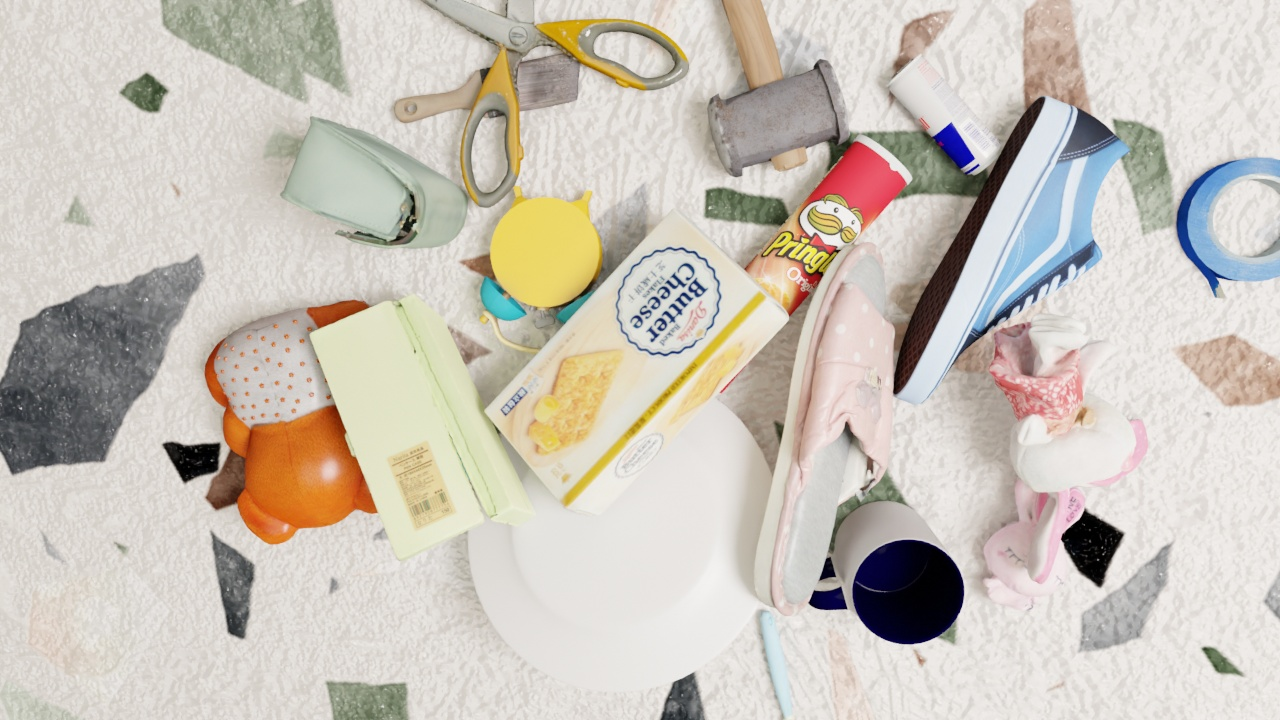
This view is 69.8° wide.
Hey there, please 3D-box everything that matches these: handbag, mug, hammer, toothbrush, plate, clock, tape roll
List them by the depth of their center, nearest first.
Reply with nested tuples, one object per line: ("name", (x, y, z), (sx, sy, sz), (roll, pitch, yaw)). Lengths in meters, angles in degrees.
("hammer", (0.063, -0.299, 0.672), (0.098, 0.052, 0.328), (-17, 93, 7))
("tape roll", (0.448, -0.103, 0.675), (0.093, 0.016, 0.091), (-30, 94, 8))
("handbag", (-0.192, -0.121, 0.676), (0.106, 0.121, 0.067), (28, 99, 1))
("plate", (-0.018, 0.121, 0.689), (0.243, 0.016, 0.242), (-5, 69, 12))
("mug", (0.176, 0.161, 0.694), (0.112, 0.096, 0.078), (-15, 96, 7))
("clock", (-0.074, -0.069, 0.715), (0.099, 0.043, 0.129), (5, 91, 4))
("toothbrush", (0.120, 0.279, 0.756), (0.022, 0.016, 0.155), (-17, 98, -25))

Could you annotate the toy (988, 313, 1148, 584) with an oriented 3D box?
("toy", (0.299, 0.045, 0.646), (0.158, 0.084, 0.194), (-39, 122, -23))

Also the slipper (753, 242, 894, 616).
("slipper", (0.143, 0.048, 0.655), (0.054, 0.114, 0.274), (11, 82, 35))

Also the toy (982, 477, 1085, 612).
("toy", (0.303, 0.142, 0.707), (0.063, 0.047, 0.110), (16, 94, -9))

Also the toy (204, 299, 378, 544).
("toy", (-0.263, 0.049, 0.728), (0.164, 0.093, 0.172), (-17, 83, 4))

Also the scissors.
("scissors", (-0.083, -0.220, 0.694), (0.225, 0.016, 0.230), (20, 96, 1))

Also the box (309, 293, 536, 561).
("box", (-0.152, 0.041, 0.672), (0.066, 0.127, 0.188), (-45, 64, 43))

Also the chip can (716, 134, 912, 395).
("chip can", (0.111, -0.069, 0.692), (0.052, 0.051, 0.215), (40, 99, -1))

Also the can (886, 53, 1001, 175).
("can", (0.224, -0.180, 0.676), (0.032, 0.032, 0.095), (-42, 92, 9))

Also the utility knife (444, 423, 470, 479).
("utility knife", (-0.121, 0.105, 0.756), (0.022, 0.015, 0.162), (-40, 95, -17))

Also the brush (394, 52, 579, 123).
("brush", (-0.119, -0.208, 0.713), (0.151, 0.012, 0.039), (-9, 96, 5))

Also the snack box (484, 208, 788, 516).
("snack box", (-0.004, 0.004, 0.665), (0.208, 0.057, 0.104), (-46, 65, 8))

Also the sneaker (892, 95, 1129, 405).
("sneaker", (0.275, -0.063, 0.664), (0.098, 0.083, 0.241), (28, 96, 1))
